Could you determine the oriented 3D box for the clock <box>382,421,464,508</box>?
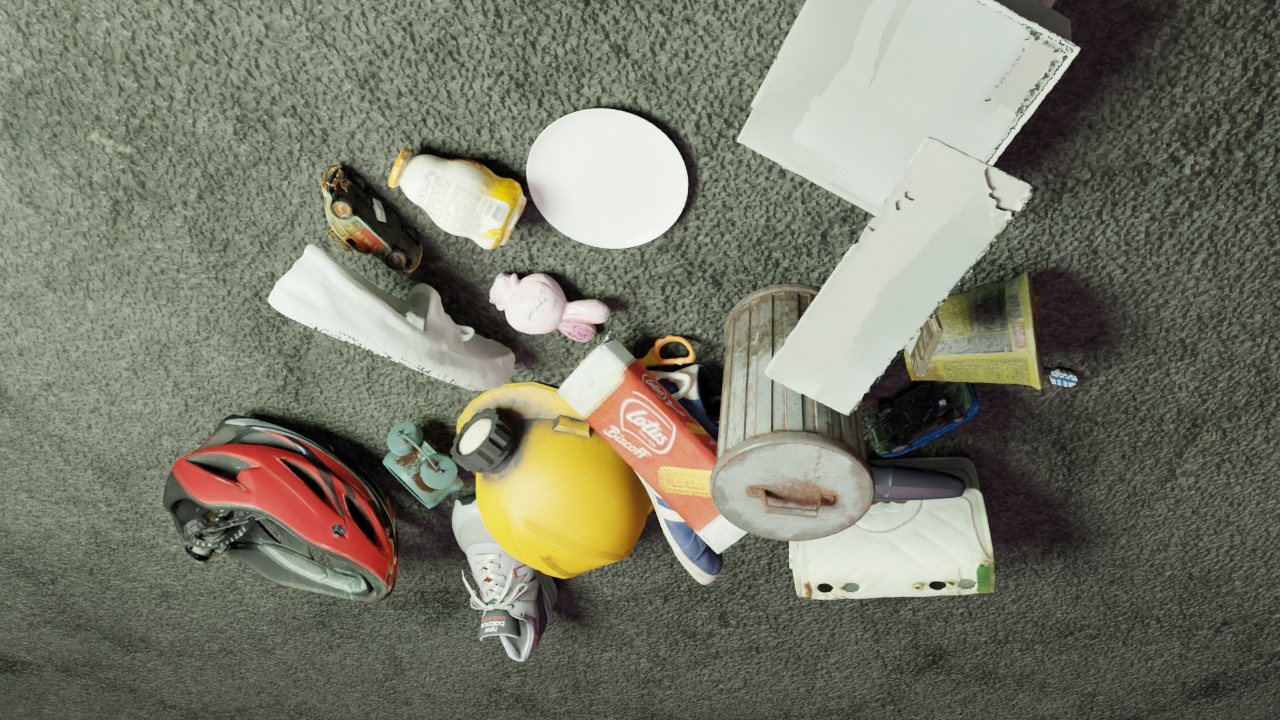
[{"bbox_3d":[-0.237,0.114,0.993,0.090,0.053,0.124,40,161,12],"label":"clock"}]

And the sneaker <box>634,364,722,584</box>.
[{"bbox_3d":[0.067,0.108,0.930,0.119,0.091,0.233,-25,100,23],"label":"sneaker"}]

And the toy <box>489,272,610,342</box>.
[{"bbox_3d":[-0.086,-0.047,0.852,0.110,0.047,0.064,16,143,-11],"label":"toy"}]

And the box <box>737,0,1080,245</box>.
[{"bbox_3d":[0.192,-0.295,0.739,0.171,0.402,0.169,19,134,-10],"label":"box"}]

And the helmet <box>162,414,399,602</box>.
[{"bbox_3d":[-0.387,0.175,1.025,0.272,0.166,0.218,34,144,-16],"label":"helmet"}]

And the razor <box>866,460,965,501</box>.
[{"bbox_3d":[0.249,0.118,0.917,0.143,0.047,0.052,2,91,17],"label":"razor"}]

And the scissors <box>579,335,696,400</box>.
[{"bbox_3d":[-0.007,0.013,0.894,0.130,0.070,0.013,-6,161,25],"label":"scissors"}]

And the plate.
[{"bbox_3d":[-0.028,-0.151,0.766,0.134,0.011,0.135,4,134,4],"label":"plate"}]

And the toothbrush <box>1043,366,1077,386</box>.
[{"bbox_3d":[0.327,0.000,0.859,0.167,0.014,0.014,12,123,-4],"label":"toothbrush"}]

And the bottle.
[{"bbox_3d":[-0.153,-0.138,0.763,0.108,0.063,0.063,24,132,-13],"label":"bottle"}]

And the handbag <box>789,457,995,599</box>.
[{"bbox_3d":[0.256,0.178,0.956,0.199,0.141,0.096,-6,131,13],"label":"handbag"}]

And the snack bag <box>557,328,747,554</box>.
[{"bbox_3d":[0.023,0.079,0.860,0.225,0.041,0.078,45,120,-1],"label":"snack bag"}]

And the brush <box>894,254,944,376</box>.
[{"bbox_3d":[0.219,-0.047,0.739,0.008,0.142,0.045,10,126,-3],"label":"brush"}]

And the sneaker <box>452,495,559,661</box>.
[{"bbox_3d":[-0.168,0.279,1.125,0.089,0.124,0.240,-11,131,18],"label":"sneaker"}]

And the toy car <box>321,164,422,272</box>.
[{"bbox_3d":[-0.244,-0.118,0.805,0.047,0.047,0.112,-26,125,26],"label":"toy car"}]

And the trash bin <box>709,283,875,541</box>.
[{"bbox_3d":[0.129,0.047,0.795,0.131,0.210,0.131,4,134,4],"label":"trash bin"}]

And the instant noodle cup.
[{"bbox_3d":[0.288,-0.020,0.796,0.108,0.102,0.102,-6,133,26],"label":"instant noodle cup"}]

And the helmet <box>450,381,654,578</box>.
[{"bbox_3d":[-0.093,0.156,0.992,0.206,0.131,0.255,-26,126,28],"label":"helmet"}]

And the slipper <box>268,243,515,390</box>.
[{"bbox_3d":[-0.210,-0.035,0.831,0.075,0.112,0.246,-49,137,13],"label":"slipper"}]

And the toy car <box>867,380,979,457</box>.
[{"bbox_3d":[0.276,0.052,0.893,0.043,0.056,0.120,11,145,-34],"label":"toy car"}]
